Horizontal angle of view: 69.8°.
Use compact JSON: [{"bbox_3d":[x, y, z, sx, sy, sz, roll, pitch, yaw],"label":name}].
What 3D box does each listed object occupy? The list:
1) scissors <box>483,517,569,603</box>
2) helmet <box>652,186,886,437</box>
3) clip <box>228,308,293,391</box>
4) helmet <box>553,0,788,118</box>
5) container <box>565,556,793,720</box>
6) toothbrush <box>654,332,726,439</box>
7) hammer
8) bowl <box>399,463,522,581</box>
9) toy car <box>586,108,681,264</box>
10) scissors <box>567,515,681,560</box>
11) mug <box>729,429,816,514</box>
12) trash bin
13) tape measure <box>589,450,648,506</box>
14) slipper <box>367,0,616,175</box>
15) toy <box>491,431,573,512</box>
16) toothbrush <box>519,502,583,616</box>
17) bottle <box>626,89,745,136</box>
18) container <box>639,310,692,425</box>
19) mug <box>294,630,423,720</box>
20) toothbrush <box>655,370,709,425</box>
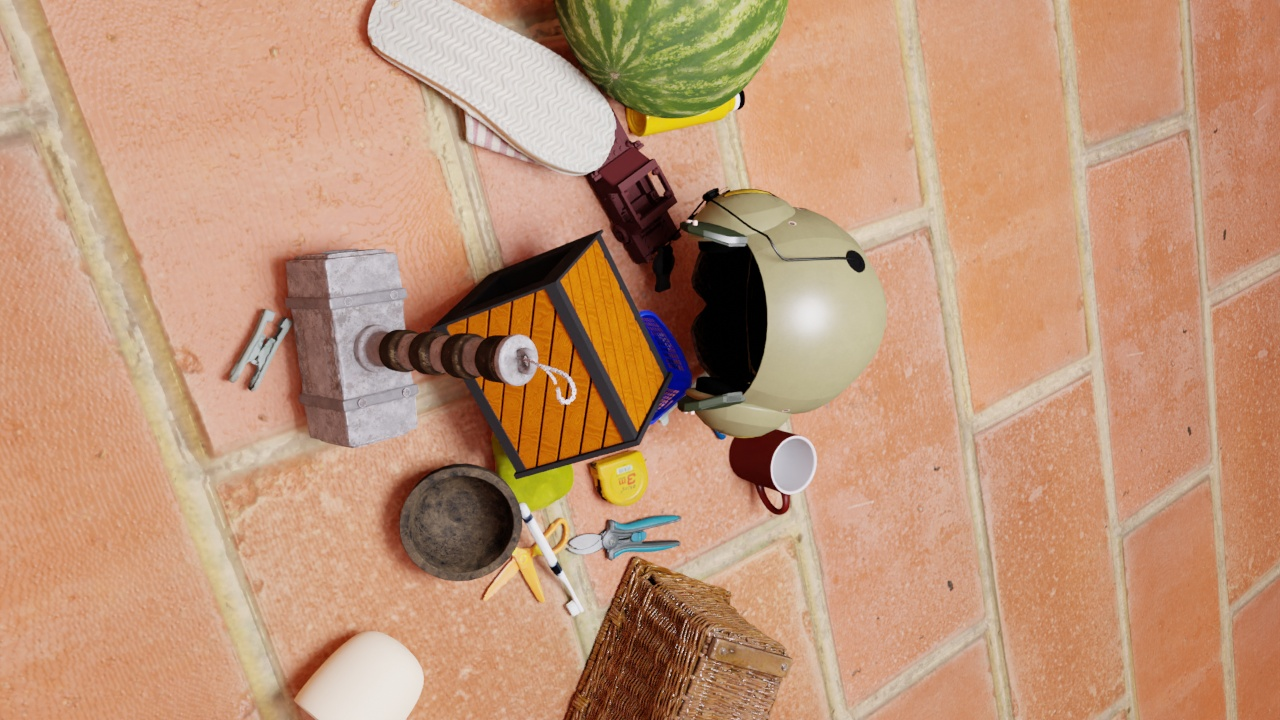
[{"bbox_3d":[-0.133,0.214,1.015,0.125,0.011,0.131,-47,115,-19],"label":"scissors"},{"bbox_3d":[0.126,-0.050,0.954,0.232,0.256,0.250,-4,100,-27],"label":"helmet"},{"bbox_3d":[-0.352,-0.010,0.847,0.044,0.023,0.076,29,79,-29],"label":"clip"},{"bbox_3d":[0.032,-0.365,0.916,0.246,0.213,0.243,-52,136,-28],"label":"helmet"},{"bbox_3d":[0.046,0.384,1.043,0.162,0.183,0.249,26,82,-29],"label":"container"},{"bbox_3d":[0.061,0.034,1.108,0.014,0.014,0.168,-49,119,-27],"label":"toothbrush"},{"bbox_3d":[-0.181,-0.007,0.776,0.079,0.327,0.177,-15,105,-47],"label":"hammer"},{"bbox_3d":[-0.184,0.159,0.945,0.121,0.056,0.121,-2,102,-10],"label":"bowl"},{"bbox_3d":[-0.013,-0.191,1.004,0.070,0.062,0.170,-40,115,-21],"label":"toy car"},{"bbox_3d":[-0.012,0.204,1.083,0.133,0.019,0.145,46,74,-25],"label":"scissors"},{"bbox_3d":[0.164,0.138,1.143,0.073,0.083,0.106,-5,99,-31],"label":"mug"},{"bbox_3d":[-0.080,-0.006,0.905,0.172,0.140,0.139,64,25,-19],"label":"trash bin"},{"bbox_3d":[-0.021,0.138,1.061,0.068,0.030,0.059,-15,104,-27],"label":"tape measure"},{"bbox_3d":[-0.148,-0.273,0.918,0.263,0.052,0.115,29,80,-19],"label":"slipper"},{"bbox_3d":[-0.119,0.107,0.986,0.089,0.051,0.110,-26,108,-28],"label":"toy"},{"bbox_3d":[-0.099,0.222,1.008,0.017,0.012,0.187,-36,129,-20],"label":"toothbrush"},{"bbox_3d":[0.055,-0.288,1.045,0.143,0.043,0.043,-19,106,-28],"label":"bottle"},{"bbox_3d":[-0.006,0.006,1.037,0.096,0.058,0.114,-41,115,-20],"label":"container"},{"bbox_3d":[-0.266,0.327,0.906,0.099,0.096,0.120,-50,156,-29],"label":"mug"},{"bbox_3d":[0.068,0.029,1.093,0.022,0.015,0.154,46,54,6],"label":"toothbrush"}]
